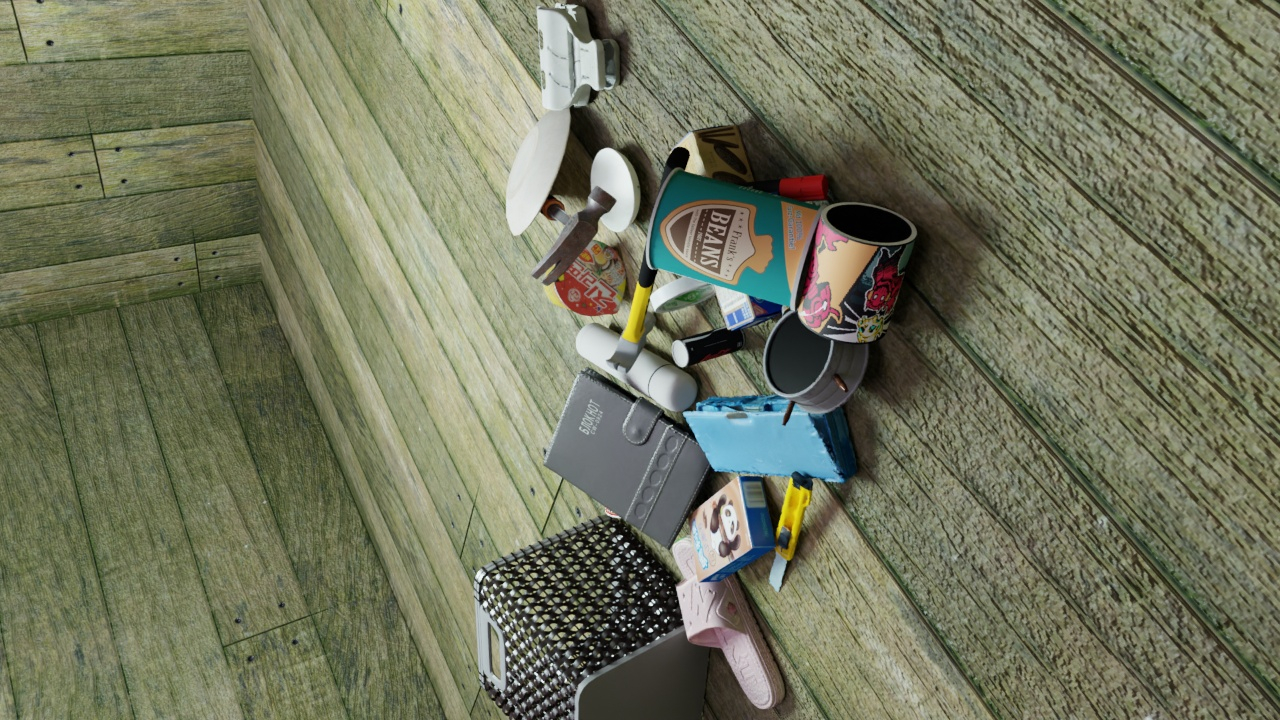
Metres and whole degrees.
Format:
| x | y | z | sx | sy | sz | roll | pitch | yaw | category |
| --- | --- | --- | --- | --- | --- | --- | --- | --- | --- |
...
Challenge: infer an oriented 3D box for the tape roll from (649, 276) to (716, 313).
| x | y | z | sx | sy | sz | roll | pitch | yaw | category |
| --- | --- | --- | --- | --- | --- | --- | --- | --- | --- |
| 0.057 | -0.078 | 1.016 | 0.094 | 0.093 | 0.018 | -32 | 76 | 59 | tape roll |

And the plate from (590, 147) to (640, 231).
| x | y | z | sx | sy | sz | roll | pitch | yaw | category |
| --- | --- | --- | --- | --- | --- | --- | --- | --- | --- |
| -0.026 | -0.216 | 1.156 | 0.104 | 0.026 | 0.104 | 34 | 132 | 49 | plate |

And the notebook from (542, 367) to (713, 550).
| x | y | z | sx | sy | sz | roll | pitch | yaw | category |
| --- | --- | --- | --- | --- | --- | --- | --- | --- | --- |
| -0.016 | 0.123 | 1.176 | 0.209 | 0.029 | 0.170 | 30 | 116 | 14 | notebook |

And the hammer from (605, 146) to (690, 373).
| x | y | z | sx | sy | sz | roll | pitch | yaw | category |
| --- | --- | --- | --- | --- | --- | --- | --- | --- | --- |
| 0.010 | -0.101 | 1.031 | 0.029 | 0.126 | 0.324 | 22 | 142 | 6 | hammer |

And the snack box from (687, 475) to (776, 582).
| x | y | z | sx | sy | sz | roll | pitch | yaw | category |
| --- | --- | --- | --- | --- | --- | --- | --- | --- | --- |
| 0.106 | 0.205 | 1.102 | 0.152 | 0.034 | 0.087 | 127 | 140 | -55 | snack box |

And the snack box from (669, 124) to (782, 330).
| x | y | z | sx | sy | sz | roll | pitch | yaw | category |
| --- | --- | --- | --- | --- | --- | --- | --- | --- | --- |
| 0.096 | -0.138 | 0.961 | 0.056 | 0.057 | 0.206 | -25 | 83 | 63 | snack box |

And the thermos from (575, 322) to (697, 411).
| x | y | z | sx | sy | sz | roll | pitch | yaw | category |
| --- | --- | --- | --- | --- | --- | --- | --- | --- | --- |
| -0.007 | 0.007 | 1.202 | 0.224 | 0.052 | 0.052 | 30 | 128 | 50 | thermos |

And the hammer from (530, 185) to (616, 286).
| x | y | z | sx | sy | sz | roll | pitch | yaw | category |
| --- | --- | --- | --- | --- | --- | --- | --- | --- | --- |
| -0.130 | -0.198 | 1.248 | 0.138 | 0.035 | 0.314 | -54 | 29 | 5 | hammer |

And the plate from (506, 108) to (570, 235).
| x | y | z | sx | sy | sz | roll | pitch | yaw | category |
| --- | --- | --- | --- | --- | --- | --- | --- | --- | --- |
| -0.148 | -0.262 | 1.243 | 0.189 | 0.027 | 0.188 | -47 | 33 | 43 | plate |

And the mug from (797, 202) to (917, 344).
| x | y | z | sx | sy | sz | roll | pitch | yaw | category |
| --- | --- | --- | --- | --- | --- | --- | --- | --- | --- |
| 0.187 | -0.087 | 0.822 | 0.117 | 0.082 | 0.098 | -100 | 14 | -54 | mug |

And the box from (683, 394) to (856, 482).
| x | y | z | sx | sy | sz | roll | pitch | yaw | category |
| --- | --- | --- | --- | --- | --- | --- | --- | --- | --- |
| 0.133 | 0.085 | 1.005 | 0.232 | 0.054 | 0.093 | -5 | 100 | 59 | box |

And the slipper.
| x | y | z | sx | sy | sz | roll | pitch | yaw | category |
| --- | --- | --- | --- | --- | --- | --- | --- | --- | --- |
| 0.098 | 0.336 | 1.171 | 0.239 | 0.064 | 0.094 | 61 | 147 | 19 | slipper |

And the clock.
| x | y | z | sx | sy | sz | roll | pitch | yaw | category |
| --- | --- | --- | --- | --- | --- | --- | --- | --- | --- |
| 0.166 | -0.015 | 0.887 | 0.104 | 0.056 | 0.147 | -36 | 49 | 42 | clock |

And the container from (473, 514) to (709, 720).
| x | y | z | sx | sy | sz | roll | pitch | yaw | category |
| --- | --- | --- | --- | --- | --- | --- | --- | --- | --- |
| -0.066 | 0.414 | 1.309 | 0.244 | 0.245 | 0.248 | 34 | 132 | 44 | container |

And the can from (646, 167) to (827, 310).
| x | y | z | sx | sy | sz | roll | pitch | yaw | category |
| --- | --- | --- | --- | --- | --- | --- | --- | --- | --- |
| 0.091 | -0.114 | 0.860 | 0.144 | 0.099 | 0.099 | 18 | 126 | 15 | can |

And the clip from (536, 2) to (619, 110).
| x | y | z | sx | sy | sz | roll | pitch | yaw | category |
| --- | --- | --- | --- | --- | --- | --- | --- | --- | --- |
| -0.093 | -0.373 | 1.143 | 0.152 | 0.099 | 0.126 | -134 | 36 | -55 | clip |

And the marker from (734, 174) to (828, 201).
| x | y | z | sx | sy | sz | roll | pitch | yaw | category |
| --- | --- | --- | --- | --- | --- | --- | --- | --- | --- |
| 0.110 | -0.162 | 0.894 | 0.145 | 0.021 | 0.023 | 1 | 100 | 30 | marker |

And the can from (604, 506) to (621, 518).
| x | y | z | sx | sy | sz | roll | pitch | yaw | category |
| --- | --- | --- | --- | --- | --- | --- | --- | --- | --- |
| -0.016 | 0.143 | 1.247 | 0.087 | 0.086 | 0.116 | 8 | 110 | 58 | can |

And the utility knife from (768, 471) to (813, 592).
| x | y | z | sx | sy | sz | roll | pitch | yaw | category |
| --- | --- | --- | --- | --- | --- | --- | --- | --- | --- |
| 0.165 | 0.196 | 1.023 | 0.030 | 0.019 | 0.218 | 42 | 149 | 32 | utility knife |

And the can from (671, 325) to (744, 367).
| x | y | z | sx | sy | sz | roll | pitch | yaw | category |
| --- | --- | --- | --- | --- | --- | --- | --- | --- | --- |
| 0.076 | -0.017 | 1.024 | 0.031 | 0.080 | 0.032 | 33 | 131 | 48 | can |

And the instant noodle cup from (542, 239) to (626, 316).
| x | y | z | sx | sy | sz | roll | pitch | yaw | category |
| --- | --- | --- | --- | --- | --- | --- | --- | --- | --- |
| -0.086 | -0.110 | 1.248 | 0.112 | 0.100 | 0.100 | -174 | 71 | -67 | instant noodle cup |
